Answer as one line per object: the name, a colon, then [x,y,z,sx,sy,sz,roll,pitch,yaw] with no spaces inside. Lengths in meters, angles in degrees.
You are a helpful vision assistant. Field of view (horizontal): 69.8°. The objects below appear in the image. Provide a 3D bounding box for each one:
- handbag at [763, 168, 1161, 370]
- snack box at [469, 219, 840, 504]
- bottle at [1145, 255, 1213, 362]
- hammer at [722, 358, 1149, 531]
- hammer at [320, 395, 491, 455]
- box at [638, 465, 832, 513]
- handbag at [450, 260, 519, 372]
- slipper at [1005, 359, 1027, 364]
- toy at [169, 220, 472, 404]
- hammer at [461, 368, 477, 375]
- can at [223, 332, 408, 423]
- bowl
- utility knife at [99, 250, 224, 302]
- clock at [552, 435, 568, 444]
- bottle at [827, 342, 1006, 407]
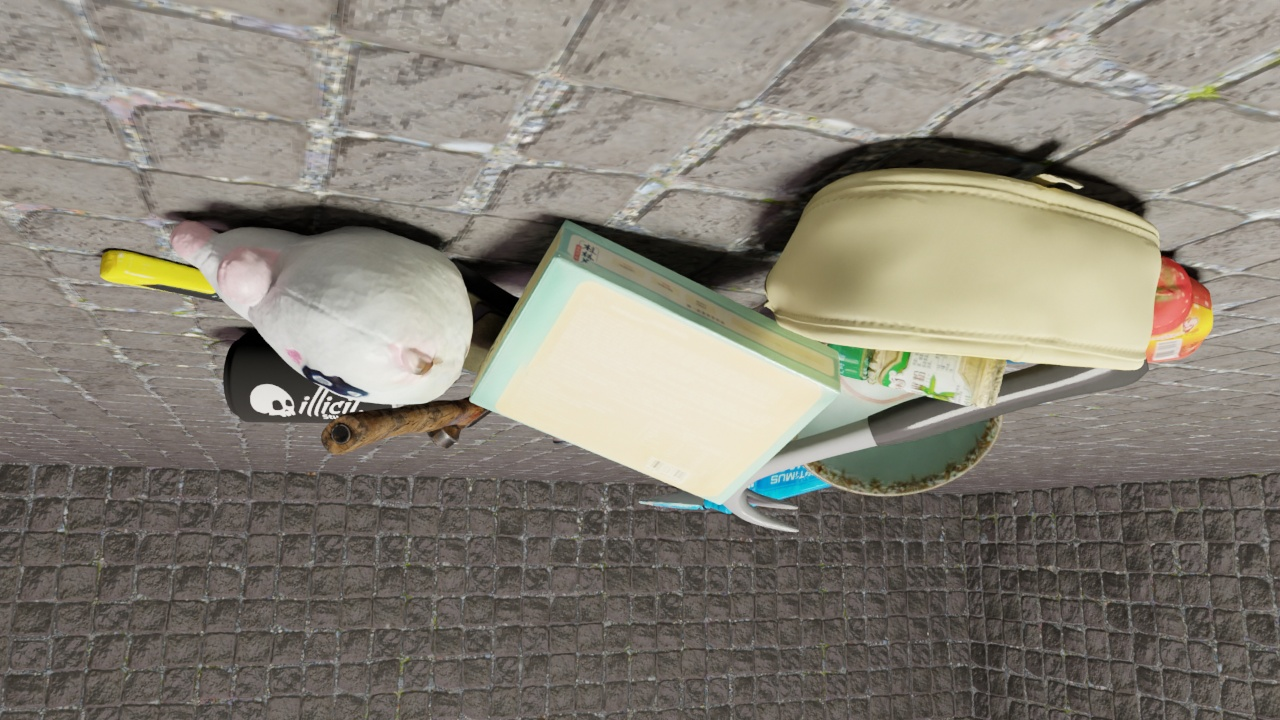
handbag: [0.183,-0.047,0.511,0.232,0.088,0.191,4,-176,-18]
snack box: [0.007,0.011,0.584,0.193,0.044,0.142,25,133,-14]
bottle: [0.350,-0.033,0.628,0.072,0.048,0.134,-6,167,30]
hammer: [0.187,0.046,0.647,0.311,0.029,0.125,-19,124,22]
hammer: [-0.180,0.044,0.788,0.120,0.033,0.330,-38,176,5]
box: [0.122,0.078,0.854,0.242,0.114,0.114,-4,-166,-44]
handbag: [-0.068,0.002,0.637,0.178,0.027,0.084,30,138,-10]
slipper: [0.223,0.004,0.797,0.214,0.059,0.103,-5,166,35]
toy: [-0.187,-0.037,0.546,0.179,0.101,0.139,21,180,-3]
hammer: [-0.087,0.014,0.827,0.332,0.033,0.133,13,-160,-25]
can: [-0.286,0.016,0.820,0.146,0.080,0.080,1,169,-2]
bowl: [0.186,0.015,0.703,0.160,0.093,0.160,6,127,8]
utility knife: [-0.292,-0.049,0.657,0.029,0.020,0.173,-6,168,38]
clock: [-0.036,0.054,1.008,0.117,0.059,0.158,-8,177,11]
bottle: [0.177,0.001,0.595,0.110,0.042,0.042,14,174,21]
